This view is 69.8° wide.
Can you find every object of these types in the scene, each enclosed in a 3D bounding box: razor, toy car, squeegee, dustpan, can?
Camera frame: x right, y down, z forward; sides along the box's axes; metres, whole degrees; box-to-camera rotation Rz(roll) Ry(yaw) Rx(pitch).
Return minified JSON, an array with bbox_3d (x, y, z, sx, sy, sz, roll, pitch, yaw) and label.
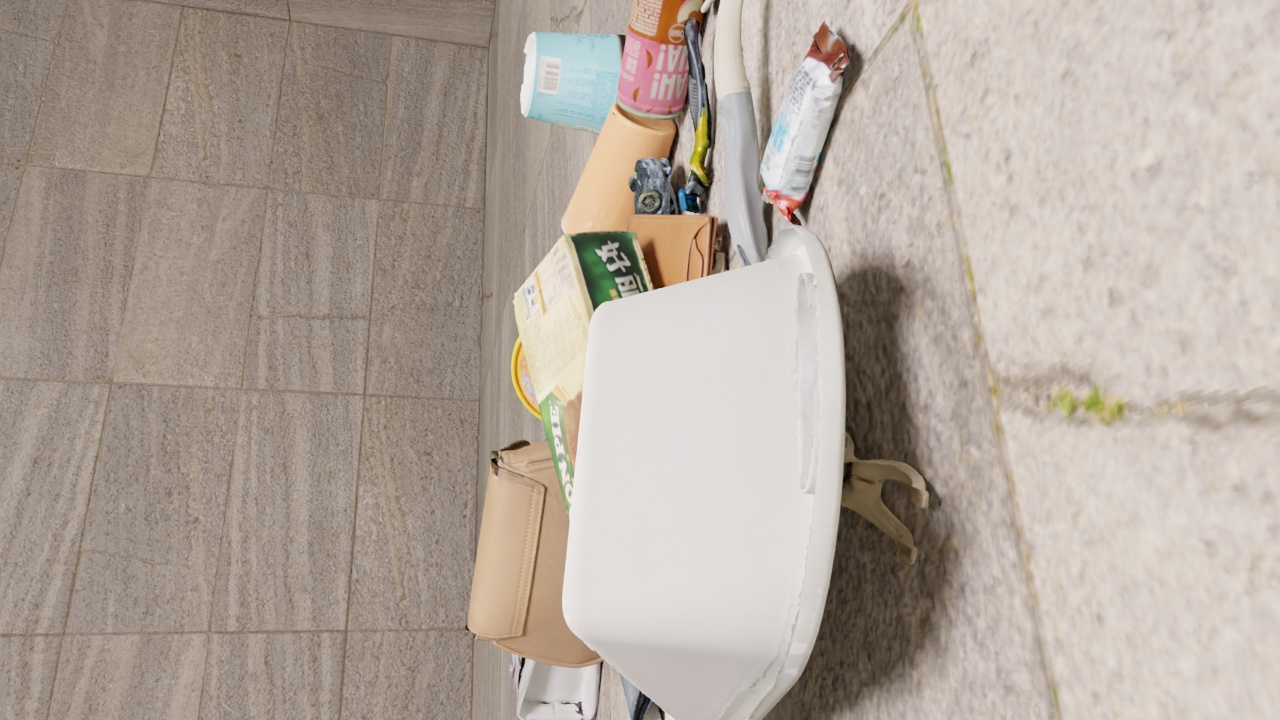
[{"bbox_3d":[0.043,-0.182,0.683,0.042,0.022,0.143,-18,-72,-74],"label":"razor"},{"bbox_3d":[0.012,-0.111,0.776,0.054,0.036,0.121,-110,17,-57],"label":"toy car"},{"bbox_3d":[0.064,-0.171,0.572,0.247,0.039,0.246,164,108,-75],"label":"squeegee"},{"bbox_3d":[0.059,0.065,0.449,0.258,0.143,0.222,48,-141,-51],"label":"dustpan"},{"bbox_3d":[0.020,-0.271,0.728,0.057,0.058,0.148,-105,23,-52],"label":"can"}]

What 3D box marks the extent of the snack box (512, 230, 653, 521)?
[{"bbox_3d":[-0.021,0.037,0.657,0.115,0.063,0.240,-40,63,55],"label":"snack box"}]

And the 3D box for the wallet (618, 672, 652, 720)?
[{"bbox_3d":[0.004,0.212,0.737,0.097,0.019,0.121,-119,44,-69],"label":"wallet"}]

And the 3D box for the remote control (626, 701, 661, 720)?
[{"bbox_3d":[0.011,0.319,0.708,0.135,0.019,0.056,-113,30,-61],"label":"remote control"}]

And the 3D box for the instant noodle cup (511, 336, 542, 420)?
[{"bbox_3d":[-0.066,-0.004,0.912,0.114,0.118,0.118,-109,24,-77],"label":"instant noodle cup"}]

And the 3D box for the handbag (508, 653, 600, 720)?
[{"bbox_3d":[-0.102,0.288,1.027,0.197,0.098,0.145,-134,54,-71],"label":"handbag"}]

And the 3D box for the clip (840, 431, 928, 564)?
[{"bbox_3d":[0.103,0.057,0.410,0.103,0.089,0.035,-32,-50,-69],"label":"clip"}]

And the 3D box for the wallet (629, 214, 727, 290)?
[{"bbox_3d":[0.020,-0.041,0.673,0.108,0.031,0.132,16,103,57],"label":"wallet"}]

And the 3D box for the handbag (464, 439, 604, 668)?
[{"bbox_3d":[-0.071,0.162,0.809,0.100,0.147,0.204,-140,59,-71],"label":"handbag"}]

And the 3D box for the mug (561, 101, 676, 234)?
[{"bbox_3d":[-0.016,-0.162,0.814,0.078,0.078,0.123,-104,31,-50],"label":"mug"}]

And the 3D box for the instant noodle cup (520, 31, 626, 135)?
[{"bbox_3d":[-0.053,-0.269,0.889,0.111,0.120,0.111,-177,91,-76],"label":"instant noodle cup"}]

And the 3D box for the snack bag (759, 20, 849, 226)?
[{"bbox_3d":[0.087,-0.125,0.495,0.045,0.026,0.105,-103,22,-51],"label":"snack bag"}]

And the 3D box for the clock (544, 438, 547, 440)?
[{"bbox_3d":[-0.058,0.102,0.907,0.122,0.082,0.055,105,170,-60],"label":"clock"}]

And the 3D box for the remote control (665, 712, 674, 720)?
[{"bbox_3d":[0.033,0.252,0.636,0.056,0.020,0.135,130,141,-69],"label":"remote control"}]
